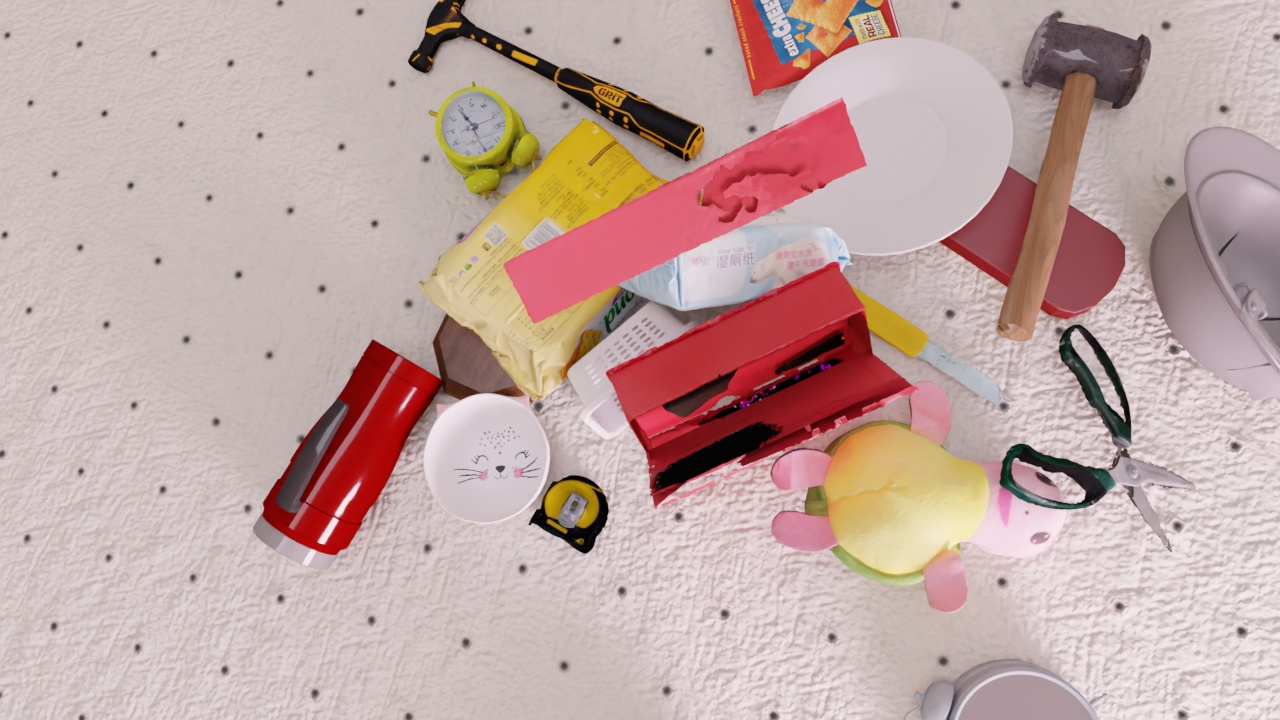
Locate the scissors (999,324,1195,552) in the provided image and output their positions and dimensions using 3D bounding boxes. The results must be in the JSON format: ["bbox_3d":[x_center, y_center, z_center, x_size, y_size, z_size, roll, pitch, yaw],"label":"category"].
[{"bbox_3d":[0.370,0.055,0.751,0.201,0.015,0.204,12,62,-19],"label":"scissors"}]

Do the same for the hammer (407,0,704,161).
[{"bbox_3d":[-0.076,-0.281,0.901,0.321,0.036,0.123,30,85,15],"label":"hammer"}]

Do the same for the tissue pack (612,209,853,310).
[{"bbox_3d":[0.075,-0.090,0.770,0.181,0.112,0.070,-10,108,-26],"label":"tissue pack"}]

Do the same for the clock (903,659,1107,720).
[{"bbox_3d":[0.290,0.305,0.733,0.159,0.045,0.122,-4,79,6],"label":"clock"}]

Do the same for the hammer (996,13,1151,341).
[{"bbox_3d":[0.348,-0.157,0.765,0.098,0.052,0.327,18,67,11],"label":"hammer"}]

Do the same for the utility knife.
[{"bbox_3d":[0.222,-0.028,0.816,0.225,0.019,0.030,35,92,17],"label":"utility knife"}]

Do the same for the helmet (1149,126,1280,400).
[{"bbox_3d":[0.483,-0.045,0.737,0.183,0.118,0.271,-25,81,-28],"label":"helmet"}]

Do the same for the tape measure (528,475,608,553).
[{"bbox_3d":[-0.060,0.134,0.821,0.062,0.034,0.061,25,83,11],"label":"tape measure"}]

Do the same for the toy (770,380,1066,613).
[{"bbox_3d":[0.227,0.115,0.755,0.238,0.088,0.189,-2,64,4],"label":"toy"}]

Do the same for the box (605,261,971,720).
[{"bbox_3d":[0.157,0.150,0.836,0.214,0.171,0.479,-25,108,2],"label":"box"}]

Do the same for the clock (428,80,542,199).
[{"bbox_3d":[-0.146,-0.209,0.885,0.083,0.057,0.119,-37,83,0],"label":"clock"}]

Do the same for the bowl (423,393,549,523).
[{"bbox_3d":[-0.133,0.090,0.831,0.115,0.050,0.114,-2,80,8],"label":"bowl"}]

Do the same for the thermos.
[{"bbox_3d":[-0.265,0.082,0.823,0.084,0.108,0.198,29,83,13],"label":"thermos"}]

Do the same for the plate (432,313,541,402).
[{"bbox_3d":[-0.138,-0.016,0.864,0.131,0.025,0.131,-2,80,8],"label":"plate"}]

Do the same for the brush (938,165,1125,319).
[{"bbox_3d":[0.329,-0.108,0.802,0.173,0.042,0.082,37,87,13],"label":"brush"}]

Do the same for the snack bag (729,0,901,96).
[{"bbox_3d":[0.163,-0.327,0.868,0.144,0.039,0.130,-13,80,7],"label":"snack bag"}]

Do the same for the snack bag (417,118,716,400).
[{"bbox_3d":[-0.067,-0.102,0.827,0.159,0.068,0.247,41,79,9],"label":"snack bag"}]

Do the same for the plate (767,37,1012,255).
[{"bbox_3d":[0.217,-0.189,0.813,0.209,0.015,0.208,-6,74,19],"label":"plate"}]

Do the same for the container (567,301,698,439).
[{"bbox_3d":[-0.005,0.005,0.816,0.129,0.081,0.049,-40,66,0],"label":"container"}]
